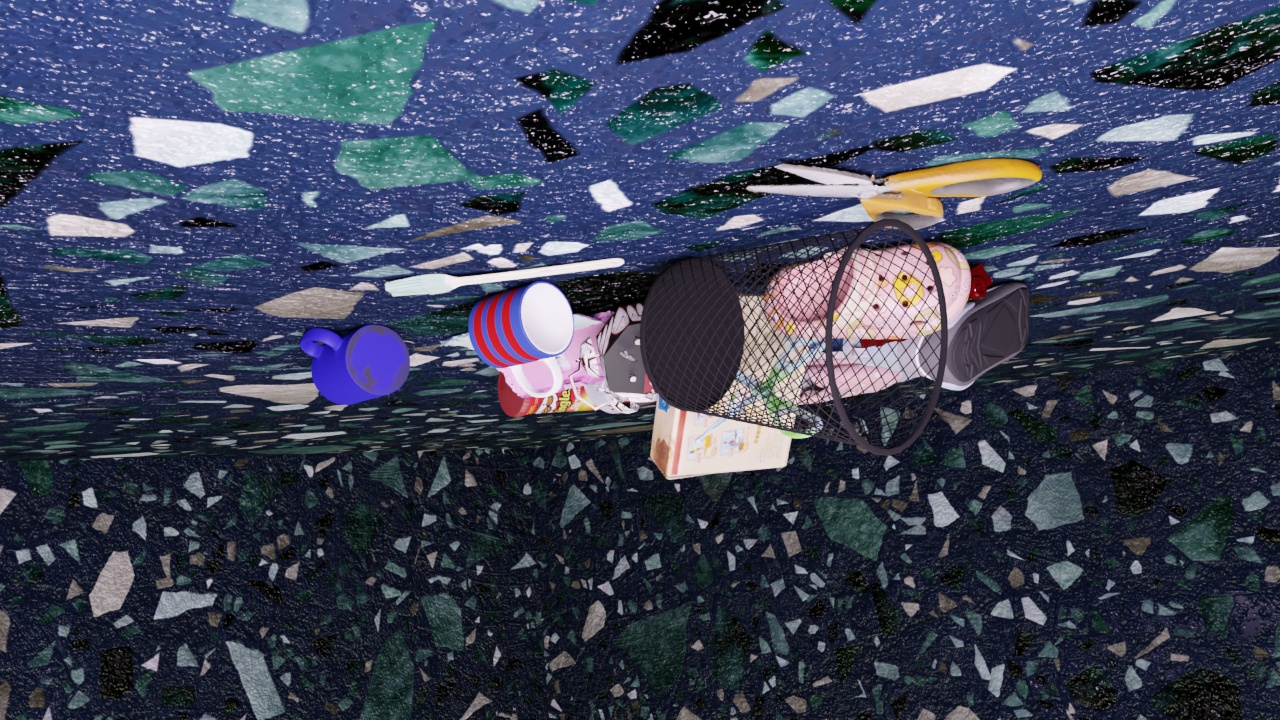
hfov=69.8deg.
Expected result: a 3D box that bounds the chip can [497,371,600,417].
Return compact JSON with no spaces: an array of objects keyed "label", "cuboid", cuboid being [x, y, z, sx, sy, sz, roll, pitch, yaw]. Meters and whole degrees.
[{"label":"chip can","cuboid":[-0.107,0.040,1.418,0.213,0.087,0.087,-1,171,-37]}]

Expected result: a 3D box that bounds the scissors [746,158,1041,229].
[{"label":"scissors","cuboid":[0.189,-0.128,0.669,0.224,0.016,0.176,3,168,-44]}]

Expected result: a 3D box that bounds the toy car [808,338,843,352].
[{"label":"toy car","cuboid":[0.204,-0.033,1.191,0.153,0.056,0.055,4,-173,-25]}]

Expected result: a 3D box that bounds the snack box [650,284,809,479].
[{"label":"snack box","cuboid":[0.100,0.021,1.007,0.153,0.208,0.055,-2,-158,-23]}]

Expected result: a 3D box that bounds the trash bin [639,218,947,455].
[{"label":"trash bin","cuboid":[0.123,-0.020,0.791,0.211,0.184,0.183,2,180,44]}]

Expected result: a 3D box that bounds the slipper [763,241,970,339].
[{"label":"slipper","cuboid":[0.208,-0.068,0.870,0.198,0.093,0.081,-7,164,24]}]

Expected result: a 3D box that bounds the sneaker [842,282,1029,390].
[{"label":"sneaker","cuboid":[0.361,-0.039,1.115,0.161,0.093,0.255,6,-161,40]}]

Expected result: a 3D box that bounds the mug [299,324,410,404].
[{"label":"mug","cuboid":[-0.330,-0.002,1.039,0.084,0.079,0.111,-13,141,44]}]

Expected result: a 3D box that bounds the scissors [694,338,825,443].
[{"label":"scissors","cuboid":[0.120,0.029,0.888,0.172,0.021,0.171,-40,-140,-12]}]

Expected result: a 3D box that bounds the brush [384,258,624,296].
[{"label":"brush","cuboid":[-0.123,-0.077,0.840,0.217,0.012,0.033,-7,172,0]}]

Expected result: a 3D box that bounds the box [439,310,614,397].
[{"label":"box","cuboid":[-0.119,-0.021,1.127,0.231,0.061,0.160,-12,141,43]}]

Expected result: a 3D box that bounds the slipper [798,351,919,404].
[{"label":"slipper","cuboid":[0.224,0.024,1.166,0.274,0.054,0.114,0,168,-4]}]

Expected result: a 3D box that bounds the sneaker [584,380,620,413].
[{"label":"sneaker","cuboid":[0.021,-0.009,1.153,0.236,0.089,0.087,-32,-169,43]}]

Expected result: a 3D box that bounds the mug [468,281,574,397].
[{"label":"mug","cuboid":[-0.114,-0.017,0.915,0.076,0.112,0.074,-12,-175,39]}]

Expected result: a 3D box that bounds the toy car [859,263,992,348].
[{"label":"toy car","cuboid":[0.294,-0.069,0.962,0.169,0.062,0.070,-27,-173,-35]}]

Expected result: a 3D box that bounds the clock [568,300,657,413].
[{"label":"clock","cuboid":[-0.006,0.006,1.026,0.155,0.115,0.065,-32,-147,6]}]
